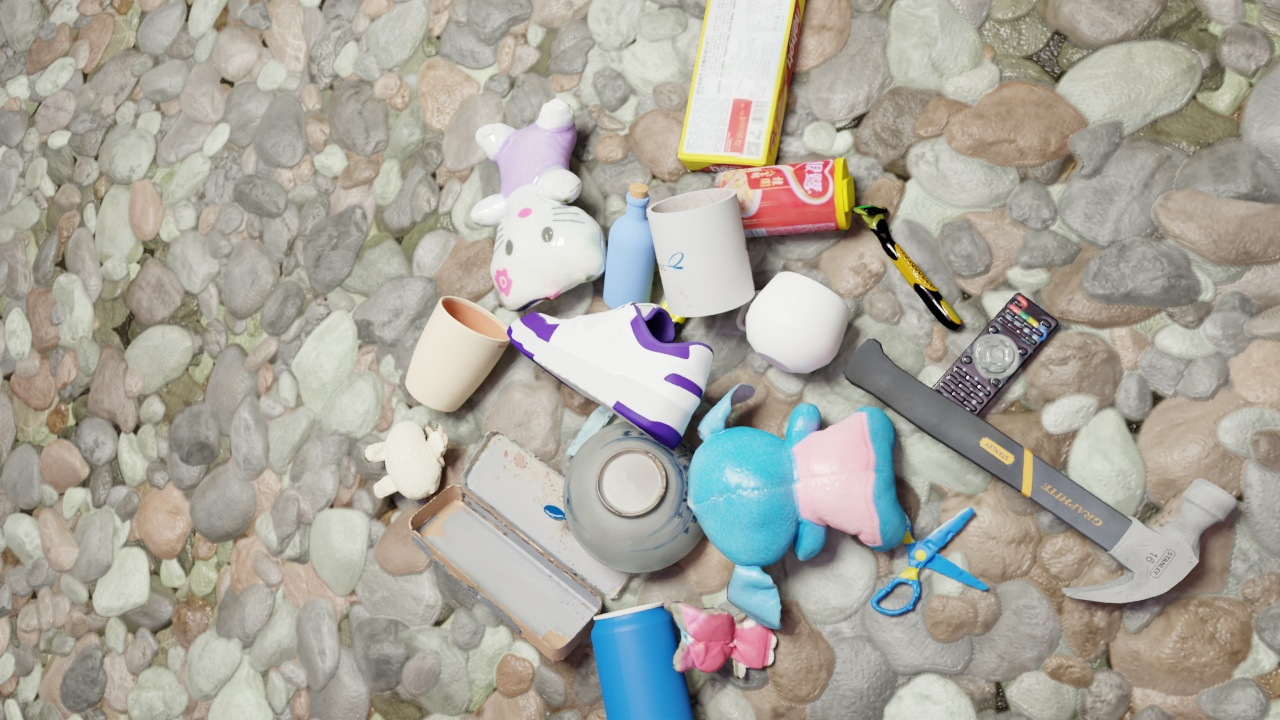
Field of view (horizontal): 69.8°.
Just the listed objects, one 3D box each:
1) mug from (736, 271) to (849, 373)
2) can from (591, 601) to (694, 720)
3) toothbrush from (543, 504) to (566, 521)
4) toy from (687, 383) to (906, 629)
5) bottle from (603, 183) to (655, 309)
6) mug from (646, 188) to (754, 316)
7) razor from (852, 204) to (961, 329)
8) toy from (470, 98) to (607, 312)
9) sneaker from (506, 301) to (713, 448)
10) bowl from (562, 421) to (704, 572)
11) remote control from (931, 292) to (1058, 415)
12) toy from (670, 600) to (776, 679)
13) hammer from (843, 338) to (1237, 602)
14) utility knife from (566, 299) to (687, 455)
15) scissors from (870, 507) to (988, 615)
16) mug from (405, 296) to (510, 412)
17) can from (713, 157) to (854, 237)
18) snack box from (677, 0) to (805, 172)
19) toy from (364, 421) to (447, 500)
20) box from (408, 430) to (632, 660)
[{"bbox_3d":[0.132,-0.035,0.858,0.124,0.090,0.076,24,81,53],"label":"mug"},{"bbox_3d":[0.004,0.304,0.849,0.079,0.079,0.146,-16,76,17],"label":"can"},{"bbox_3d":[-0.036,0.171,0.895,0.132,0.016,0.021,22,65,14],"label":"toothbrush"},{"bbox_3d":[0.139,0.126,0.822,0.191,0.099,0.224,-8,78,10],"label":"toy"},{"bbox_3d":[-0.008,-0.112,0.897,0.048,0.047,0.131,26,132,22],"label":"bottle"},{"bbox_3d":[0.050,-0.105,0.862,0.083,0.119,0.096,-19,111,-15],"label":"mug"},{"bbox_3d":[0.248,-0.087,0.846,0.021,0.044,0.144,-45,72,37],"label":"razor"},{"bbox_3d":[-0.107,-0.157,0.961,0.138,0.085,0.209,-14,75,20],"label":"toy"},{"bbox_3d":[-0.029,-0.016,0.892,0.244,0.092,0.111,29,82,37],"label":"sneaker"},{"bbox_3d":[-0.006,0.121,0.870,0.151,0.057,0.150,-2,68,5],"label":"bowl"},{"bbox_3d":[0.306,0.006,0.815,0.045,0.021,0.140,42,95,15],"label":"remote control"},{"bbox_3d":[0.073,0.259,0.850,0.102,0.050,0.065,10,75,-14],"label":"toy"},{"bbox_3d":[0.315,0.080,0.777,0.312,0.035,0.139,37,96,15],"label":"hammer"},{"bbox_3d":[-0.006,0.005,0.931,0.029,0.020,0.234,39,95,29],"label":"utility knife"},{"bbox_3d":[0.245,0.170,0.819,0.125,0.014,0.130,-44,72,10],"label":"scissors"},{"bbox_3d":[-0.204,-0.011,0.982,0.104,0.085,0.111,-57,40,16],"label":"mug"},{"bbox_3d":[0.138,-0.154,0.877,0.124,0.066,0.066,-2,81,20],"label":"can"},{"bbox_3d":[0.103,-0.289,0.926,0.092,0.042,0.200,9,85,21],"label":"snack box"},{"bbox_3d":[-0.244,0.106,0.988,0.112,0.050,0.087,-26,74,11],"label":"toy"},{"bbox_3d":[-0.116,0.182,0.930,0.216,0.071,0.156,33,81,22],"label":"box"}]
